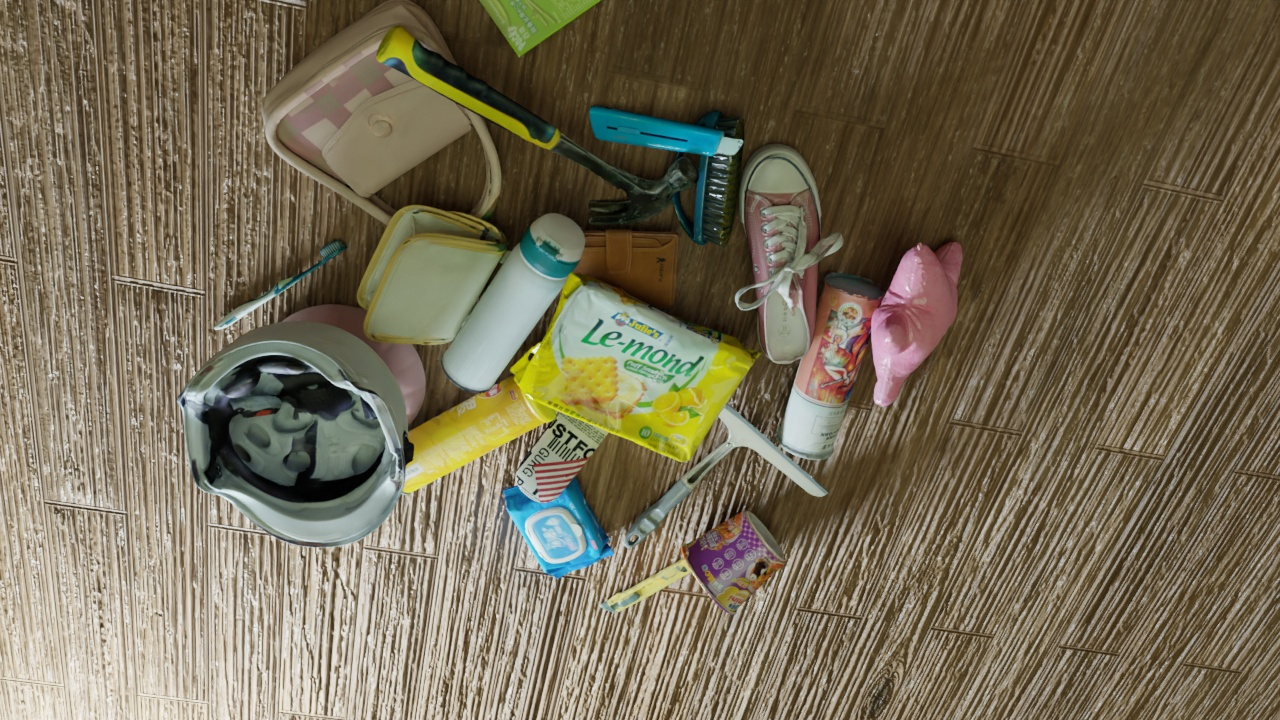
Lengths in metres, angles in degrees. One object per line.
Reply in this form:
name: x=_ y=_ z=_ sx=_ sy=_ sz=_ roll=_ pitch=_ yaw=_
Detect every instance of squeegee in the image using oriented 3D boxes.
squeegee: x=0.063 y=0.155 z=1.160 sx=0.246 sy=0.039 sz=0.247 roll=41 pitch=113 yaw=-5

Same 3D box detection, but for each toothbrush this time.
toothbrush: x=-0.408 y=-0.084 z=1.030 sx=0.192 sy=0.016 sz=0.018 roll=-29 pitch=105 yaw=13

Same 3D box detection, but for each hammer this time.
hammer: x=-0.103 y=-0.222 z=0.894 sx=0.323 sy=0.031 sz=0.126 roll=24 pitch=143 yaw=-31

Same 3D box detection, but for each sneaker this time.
sneaker: x=0.155 y=-0.108 z=0.979 sx=0.118 sy=0.087 sz=0.241 roll=-4 pitch=104 yaw=1

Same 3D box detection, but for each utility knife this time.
utility knife: x=0.011 y=0.308 z=1.256 sx=0.152 sy=0.018 sz=0.031 roll=-35 pitch=120 yaw=11
utility knife: x=0.024 y=-0.229 z=0.928 sx=0.166 sy=0.018 sz=0.034 roll=14 pitch=120 yaw=19

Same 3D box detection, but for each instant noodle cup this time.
instant noodle cup: x=0.124 y=0.254 z=1.181 sx=0.099 sy=0.111 sz=0.111 roll=-39 pitch=113 yaw=10

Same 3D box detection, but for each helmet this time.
helmet: x=-0.356 y=0.063 z=0.992 sx=0.229 sy=0.145 sz=0.259 roll=-8 pitch=126 yaw=4

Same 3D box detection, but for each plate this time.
plate: x=-0.352 y=0.028 z=1.078 sx=0.192 sy=0.039 sz=0.193 roll=-1 pitch=118 yaw=-1

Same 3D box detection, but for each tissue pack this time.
tissue pack: x=-0.104 y=0.214 z=1.178 sx=0.095 sy=0.052 sz=0.157 roll=-21 pitch=117 yaw=9

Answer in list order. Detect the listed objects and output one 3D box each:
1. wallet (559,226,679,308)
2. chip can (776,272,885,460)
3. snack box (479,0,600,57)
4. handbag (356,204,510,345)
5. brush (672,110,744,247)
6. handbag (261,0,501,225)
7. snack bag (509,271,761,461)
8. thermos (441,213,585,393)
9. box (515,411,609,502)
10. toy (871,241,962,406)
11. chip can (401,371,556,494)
wallet: x=-0.025 y=-0.107 z=1.013 sx=0.130 sy=0.035 sz=0.119 roll=0 pitch=136 yaw=-2
chip can: x=0.219 y=0.008 z=1.069 sx=0.071 sy=0.071 sz=0.215 roll=8 pitch=117 yaw=-6
snack box: x=-0.078 y=-0.372 z=0.880 sx=0.156 sy=0.026 sz=0.086 roll=-31 pitch=115 yaw=14
handbag: x=-0.204 y=-0.088 z=1.002 sx=0.178 sy=0.063 sz=0.164 roll=6 pitch=138 yaw=-35
brush: x=0.068 y=-0.191 z=0.968 sx=0.073 sy=0.055 sz=0.144 roll=12 pitch=119 yaw=16
handbag: x=-0.241 y=-0.221 z=0.935 sx=0.193 sy=0.093 sz=0.234 roll=-29 pitch=127 yaw=12
snack bag: x=-0.006 y=0.006 z=1.033 sx=0.246 sy=0.068 sz=0.158 roll=24 pitch=114 yaw=-16
thermos: x=-0.134 y=-0.061 z=0.979 sx=0.073 sy=0.073 sz=0.225 roll=29 pitch=125 yaw=-16
box: x=-0.086 y=0.099 z=1.098 sx=0.074 sy=0.064 sz=0.164 roll=33 pitch=94 yaw=-31
toy: x=0.301 y=-0.062 z=0.992 sx=0.075 sy=0.194 sz=0.179 roll=23 pitch=143 yaw=27
chip can: x=-0.206 y=0.086 z=1.095 sx=0.214 sy=0.072 sz=0.072 roll=-28 pitch=115 yaw=12
